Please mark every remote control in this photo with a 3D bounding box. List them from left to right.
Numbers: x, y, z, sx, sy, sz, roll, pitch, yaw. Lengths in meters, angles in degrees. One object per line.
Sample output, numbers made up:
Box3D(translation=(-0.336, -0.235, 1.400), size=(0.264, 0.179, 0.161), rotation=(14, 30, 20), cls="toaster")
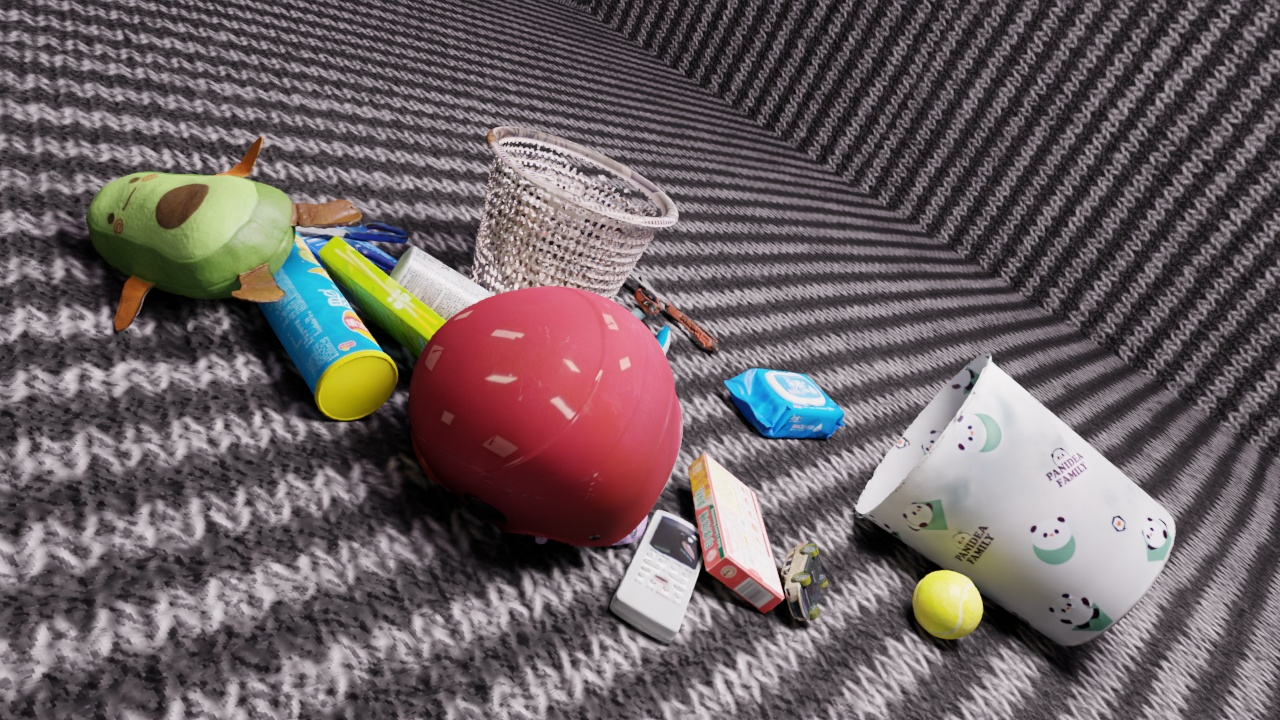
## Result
Box3D(translation=(0.020, 0.179, 0.783), size=(0.058, 0.021, 0.149), rotation=(30, 25, 2), cls="remote control")

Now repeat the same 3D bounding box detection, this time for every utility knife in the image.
Box3D(translation=(-0.032, -0.037, 1.152), size=(0.033, 0.015, 0.218), rotation=(32, 25, 6), cls="utility knife")

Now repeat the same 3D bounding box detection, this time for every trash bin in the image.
Box3D(translation=(-0.097, -0.130, 1.044), size=(0.227, 0.192, 0.227), rotation=(21, 23, -10), cls="trash bin")
Box3D(translation=(0.406, 0.157, 1.000), size=(0.252, 0.230, 0.229), rotation=(38, 26, 7), cls="trash bin")

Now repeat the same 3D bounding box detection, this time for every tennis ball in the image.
Box3D(translation=(0.301, 0.240, 0.900), size=(0.065, 0.066, 0.065), rotation=(23, 25, -12), cls="tennis ball")

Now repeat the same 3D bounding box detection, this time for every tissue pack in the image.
Box3D(translation=(0.183, 0.053, 1.155), size=(0.157, 0.052, 0.095), rotation=(5, 33, -41), cls="tissue pack")

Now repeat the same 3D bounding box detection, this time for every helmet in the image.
Box3D(translation=(-0.084, 0.025, 0.733), size=(0.240, 0.144, 0.206), rotation=(13, 65, 8), cls="helmet")

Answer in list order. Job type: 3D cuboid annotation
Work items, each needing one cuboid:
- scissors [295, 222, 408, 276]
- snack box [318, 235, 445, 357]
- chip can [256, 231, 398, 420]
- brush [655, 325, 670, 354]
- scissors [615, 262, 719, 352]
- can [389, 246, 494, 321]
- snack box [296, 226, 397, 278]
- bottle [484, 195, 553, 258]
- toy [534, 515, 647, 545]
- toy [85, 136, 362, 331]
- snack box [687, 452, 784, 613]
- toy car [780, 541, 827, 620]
Box3D(translation=(-0.315, -0.132, 0.984), size=(0.162, 0.012, 0.175), rotation=(39, 27, 22), cls="scissors")
Box3D(translation=(-0.235, -0.047, 0.878), size=(0.156, 0.086, 0.026), rotation=(37, 69, 11), cls="snack box")
Box3D(translation=(-0.294, -0.038, 0.822), size=(0.071, 0.071, 0.210), rotation=(0, 36, -45), cls="chip can")
Box3D(translation=(-0.006, 0.006, 1.061), size=(0.109, 0.061, 0.314), rotation=(27, 22, -14), cls="brush")
Box3D(translation=(0.029, -0.080, 1.272), size=(0.189, 0.015, 0.225), rotation=(35, 12, -9), cls="scissors")
Box3D(translation=(-0.188, -0.057, 0.948), size=(0.146, 0.058, 0.058), rotation=(32, 22, -23), cls="can")
Box3D(translation=(-0.309, -0.103, 0.983), size=(0.157, 0.026, 0.084), rotation=(33, 25, 11), cls="snack box")
Box3D(translation=(-0.160, -0.191, 1.264), size=(0.068, 0.068, 0.196), rotation=(27, 21, -1), cls="bottle")
Box3D(translation=(-0.041, 0.124, 0.794), size=(0.108, 0.039, 0.083), rotation=(14, 61, -26), cls="toy")
Box3D(translation=(-0.380, -0.112, 0.798), size=(0.247, 0.090, 0.226), rotation=(10, 53, 19), cls="toy")
Box3D(translation=(0.087, 0.157, 0.860), size=(0.077, 0.027, 0.155), rotation=(40, 19, -22), cls="snack box")
Box3D(translation=(0.148, 0.204, 0.844), size=(0.090, 0.035, 0.042), rotation=(-49, 122, -65), cls="toy car")
